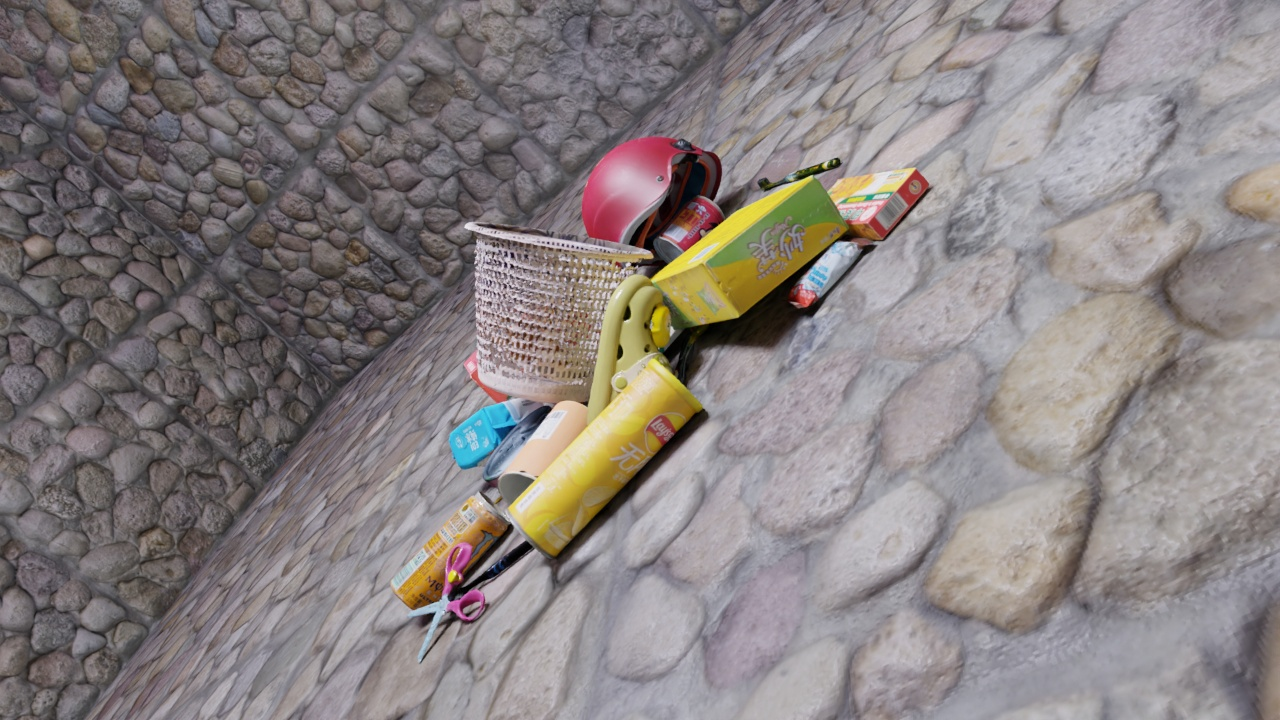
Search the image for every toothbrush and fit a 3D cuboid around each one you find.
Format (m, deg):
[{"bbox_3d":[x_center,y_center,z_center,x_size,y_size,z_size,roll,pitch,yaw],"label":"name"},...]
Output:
[{"bbox_3d":[-0.144,0.217,0.979,0.190,0.014,0.016,-38,19,18],"label":"toothbrush"},{"bbox_3d":[0.211,-0.255,1.248,0.012,0.017,0.186,-42,16,-18],"label":"toothbrush"}]

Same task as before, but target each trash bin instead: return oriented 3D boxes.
[{"bbox_3d":[-0.111,-0.057,1.115,0.227,0.227,0.192,-136,55,-73],"label":"trash bin"}]

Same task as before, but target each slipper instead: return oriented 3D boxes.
[{"bbox_3d":[-0.002,0.004,1.004,0.091,0.082,0.190,10,-86,-72],"label":"slipper"}]

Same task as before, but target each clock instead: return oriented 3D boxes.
[{"bbox_3d":[-0.120,0.103,1.112,0.117,0.060,0.158,-24,28,51],"label":"clock"}]

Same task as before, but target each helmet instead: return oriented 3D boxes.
[{"bbox_3d":[0.005,-0.249,1.381,0.239,0.144,0.207,-40,-22,-42],"label":"helmet"}]

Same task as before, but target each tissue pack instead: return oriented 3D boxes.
[{"bbox_3d":[-0.187,0.098,1.218,0.089,0.063,0.140,-14,-12,-40],"label":"tissue pack"}]

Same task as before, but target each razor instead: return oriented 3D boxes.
[{"bbox_3d":[0.055,-0.012,1.038,0.043,0.022,0.142,-33,21,40],"label":"razor"}]

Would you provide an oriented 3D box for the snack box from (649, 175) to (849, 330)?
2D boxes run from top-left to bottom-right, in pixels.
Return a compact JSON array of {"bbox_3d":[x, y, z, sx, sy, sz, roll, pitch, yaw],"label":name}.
[{"bbox_3d":[0.106,-0.110,0.994,0.157,0.070,0.210,-39,8,-13],"label":"snack box"}]

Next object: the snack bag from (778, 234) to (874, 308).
[{"bbox_3d":[0.184,-0.088,0.911,0.104,0.026,0.048,-46,26,-5],"label":"snack bag"}]

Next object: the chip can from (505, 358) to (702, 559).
[{"bbox_3d":[-0.036,0.097,0.909,0.213,0.072,0.072,-45,17,-2],"label":"chip can"}]

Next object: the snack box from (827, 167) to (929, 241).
[{"bbox_3d":[0.231,-0.162,0.971,0.077,0.027,0.156,-48,17,-7],"label":"snack box"}]

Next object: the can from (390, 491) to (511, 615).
[{"bbox_3d":[-0.218,0.222,1.059,0.146,0.058,0.058,-47,17,-6],"label":"can"}]

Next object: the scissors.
[{"bbox_3d":[-0.205,0.260,0.983,0.135,0.017,0.133,0,61,47],"label":"scissors"}]

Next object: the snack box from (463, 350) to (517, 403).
[{"bbox_3d":[-0.203,0.038,1.359,0.044,0.113,0.127,-45,18,-5],"label":"snack box"}]

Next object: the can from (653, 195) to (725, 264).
[{"bbox_3d":[0.072,-0.185,1.324,0.093,0.066,0.067,-51,18,-18],"label":"can"}]

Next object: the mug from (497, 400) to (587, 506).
[{"bbox_3d":[-0.095,0.105,1.007,0.078,0.078,0.122,-28,25,44],"label":"mug"}]

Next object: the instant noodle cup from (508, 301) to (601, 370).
[{"bbox_3d":[-0.114,-0.017,1.271,0.138,0.138,0.108,-44,8,2],"label":"instant noodle cup"}]

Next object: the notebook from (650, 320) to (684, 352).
[{"bbox_3d":[0.029,-0.051,1.160,0.209,0.012,0.150,-49,19,-13],"label":"notebook"}]
